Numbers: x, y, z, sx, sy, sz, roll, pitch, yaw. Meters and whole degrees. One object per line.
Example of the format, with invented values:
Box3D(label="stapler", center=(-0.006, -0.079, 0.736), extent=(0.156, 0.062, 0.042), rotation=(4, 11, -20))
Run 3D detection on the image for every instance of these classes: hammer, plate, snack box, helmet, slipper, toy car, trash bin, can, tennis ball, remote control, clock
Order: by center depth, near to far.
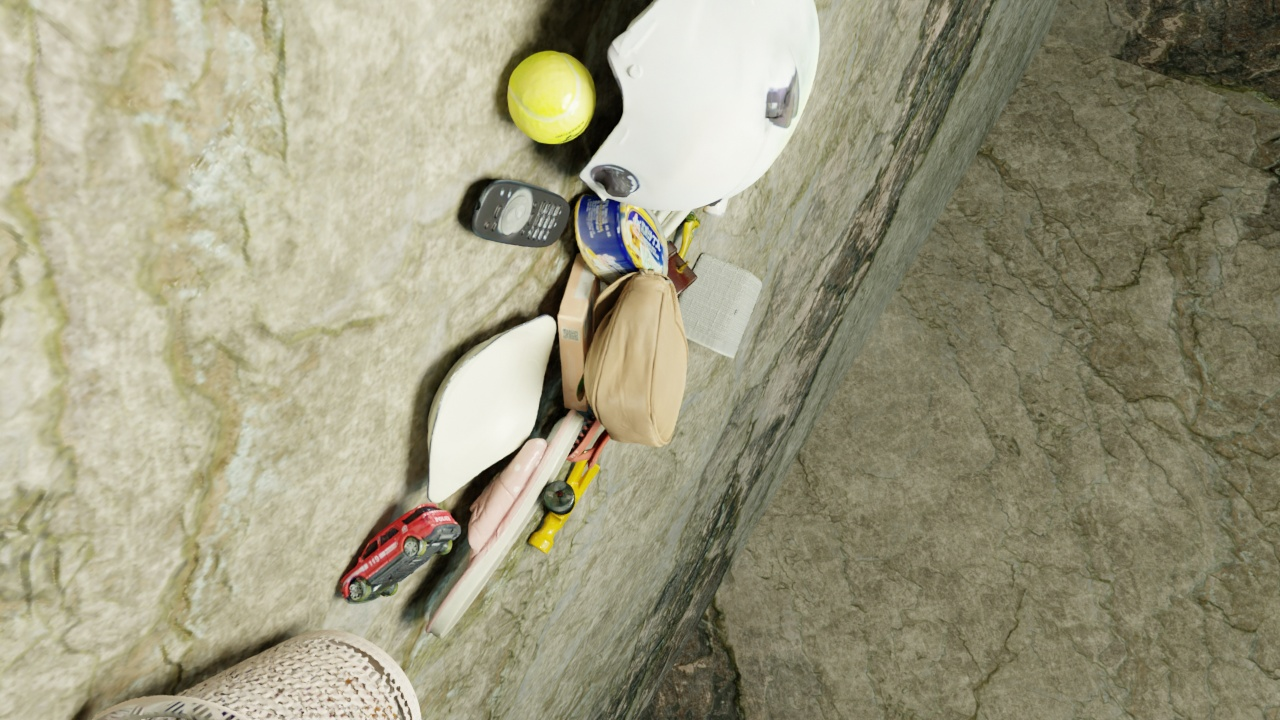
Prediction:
Box3D(label="tennis ball", center=(-0.065, -0.192, 0.673), extent=(0.065, 0.065, 0.066), rotation=(-50, 158, -29))
Box3D(label="trash bin", center=(-0.270, 0.309, 0.683), extent=(0.228, 0.227, 0.191), rotation=(-66, 173, 14))
Box3D(label="helmet", center=(0.057, -0.220, 0.730), extent=(0.259, 0.146, 0.228), rotation=(112, -2, -60))
Box3D(label="remote control", center=(-0.101, -0.120, 0.749), extent=(0.053, 0.024, 0.136), rotation=(-63, 160, 12))
Box3D(label="toy car", center=(-0.216, 0.173, 0.817), extent=(0.121, 0.045, 0.053), rotation=(-40, 158, 10))
Box3D(label="plate", center=(-0.146, 0.038, 0.843), extent=(0.163, 0.034, 0.164), rotation=(-36, 149, -51))
Box3D(label="can", center=(-0.015, -0.115, 0.889), extent=(0.148, 0.049, 0.074), rotation=(37, 53, -68))
Box3D(label="snack box", center=(-0.060, -0.025, 0.936), extent=(0.157, 0.026, 0.084), rotation=(93, 8, -53))
Box3D(label="slipper", center=(-0.148, 0.162, 0.953), extent=(0.274, 0.054, 0.114), rotation=(-57, 177, -2))
Box3D(label="clock", center=(0.017, -0.085, 1.020), extent=(0.082, 0.055, 0.122), rotation=(-42, 180, -10))
Box3D(label="hammer", center=(-0.090, 0.162, 1.049), extent=(0.128, 0.033, 0.301), rotation=(-59, 178, -11))

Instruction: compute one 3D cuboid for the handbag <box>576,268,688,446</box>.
Box3D(label="handbag", center=(-0.005, 0.005, 0.910), extent=(0.204, 0.100, 0.147), rotation=(73, 27, -72))

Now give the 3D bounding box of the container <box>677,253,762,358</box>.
Box3D(label="container", center=(0.101, -0.074, 1.231), extent=(0.114, 0.090, 0.090), rotation=(-66, 161, 4))

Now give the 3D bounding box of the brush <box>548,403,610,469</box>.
Box3D(label="brush", center=(-0.045, 0.052, 1.045), extent=(0.146, 0.069, 0.063), rotation=(-59, -161, -2))

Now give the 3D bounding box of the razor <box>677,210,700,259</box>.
Box3D(label="razor", center=(0.033, -0.115, 1.094), extent=(0.132, 0.028, 0.043), rotation=(-59, 164, 1))

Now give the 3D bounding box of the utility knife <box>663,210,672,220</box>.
Box3D(label="utility knife", center=(0.042, -0.167, 1.046), extent=(0.191, 0.015, 0.033), rotation=(-50, 140, -30))

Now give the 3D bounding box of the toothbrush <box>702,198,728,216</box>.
Box3D(label="toothbrush", center=(0.111, -0.272, 1.038), extent=(0.026, 0.026, 0.221), rotation=(-110, -147, -67))

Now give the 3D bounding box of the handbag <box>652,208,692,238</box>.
Box3D(label="handbag", center=(0.059, -0.195, 0.971), extent=(0.179, 0.063, 0.163), rotation=(-63, 169, 27))
